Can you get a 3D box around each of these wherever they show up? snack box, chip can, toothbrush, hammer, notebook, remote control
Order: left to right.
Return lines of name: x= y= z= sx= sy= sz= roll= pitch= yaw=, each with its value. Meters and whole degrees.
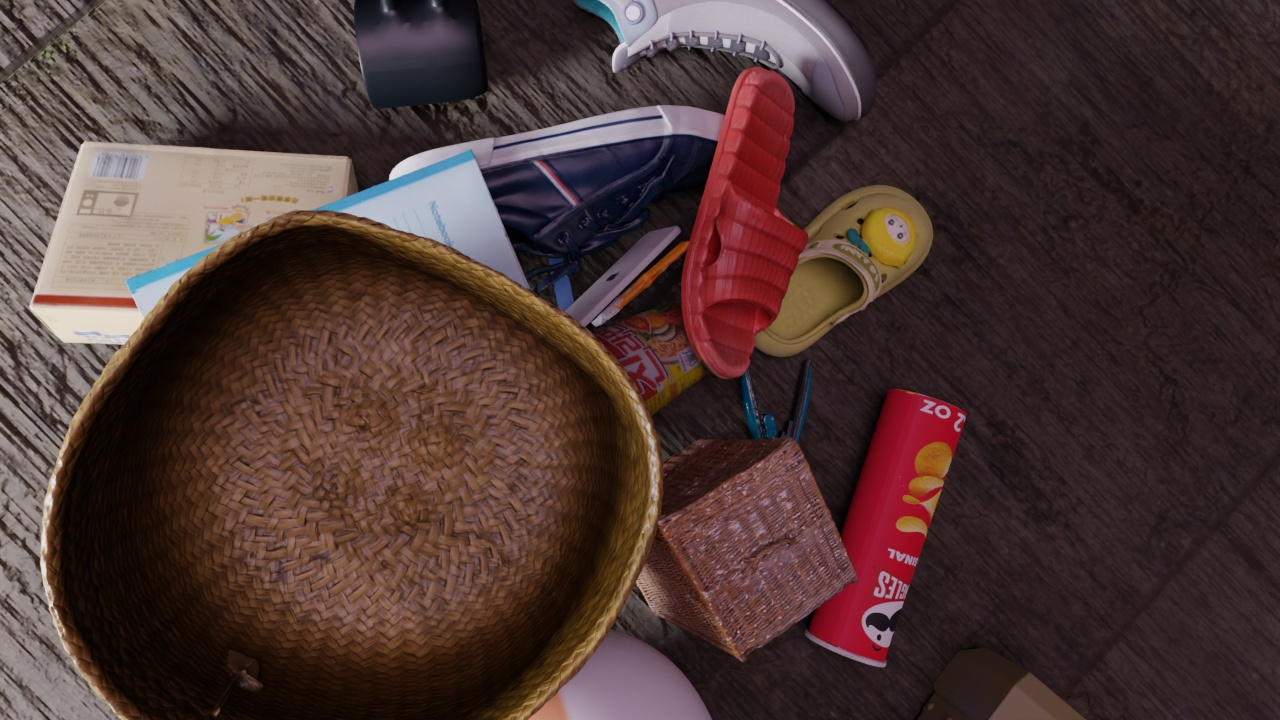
snack box: x=-0.332 y=-0.088 z=0.711 sx=0.207 sy=0.055 sz=0.153 roll=2 pitch=63 yaw=-7
notebook: x=-0.203 y=-0.023 z=0.657 sx=0.253 sy=0.009 sz=0.181 roll=-24 pitch=98 yaw=-10
toothbrush: x=-0.072 y=-0.091 z=0.784 sx=0.016 sy=0.014 sz=0.166 roll=-12 pitch=89 yaw=-6
remote control: x=-0.022 y=-0.064 z=0.747 sx=0.146 sy=0.045 sz=0.008 roll=-47 pitch=115 yaw=-29
chip can: x=0.207 y=0.137 z=0.771 sx=0.069 sy=0.069 sz=0.220 roll=20 pitch=86 yaw=-4
hammer: x=0.358 y=0.417 z=0.757 sx=0.325 sy=0.101 sz=0.190 roll=40 pitch=85 yaw=-2

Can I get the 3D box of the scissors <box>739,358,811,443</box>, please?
scissors: x=0.118 y=0.060 z=0.792 sx=0.119 sy=0.019 sz=0.151 roll=-36 pitch=96 yaw=-8

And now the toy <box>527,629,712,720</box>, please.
toy: x=-0.072 y=0.324 z=0.645 sx=0.280 sy=0.266 sz=0.262 roll=0 pitch=81 yaw=-20

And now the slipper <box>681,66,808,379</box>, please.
slipper: x=0.093 y=-0.107 z=0.719 sx=0.059 sy=0.103 sz=0.248 roll=10 pitch=91 yaw=38

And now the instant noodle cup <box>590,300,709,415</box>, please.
instant noodle cup: x=-0.005 y=0.004 z=0.750 sx=0.112 sy=0.100 sz=0.100 roll=-29 pitch=90 yaw=-13

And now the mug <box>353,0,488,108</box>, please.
mug: x=-0.175 y=-0.262 z=0.730 sx=0.094 sy=0.122 sz=0.085 roll=-7 pitch=59 yaw=-6

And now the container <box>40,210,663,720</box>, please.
container: x=-0.162 y=0.078 z=0.564 sx=0.306 sy=0.197 sz=0.307 roll=0 pitch=89 yaw=-13

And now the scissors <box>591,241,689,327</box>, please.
scissors: x=0.001 y=-0.063 z=0.752 sx=0.011 sy=0.125 sz=0.131 roll=48 pitch=122 yaw=-4

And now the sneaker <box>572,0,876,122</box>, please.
sneaker: x=0.066 y=-0.268 z=0.773 sx=0.160 sy=0.093 sz=0.256 roll=-42 pitch=93 yaw=3

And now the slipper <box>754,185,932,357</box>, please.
slipper: x=0.166 y=-0.079 z=0.772 sx=0.190 sy=0.081 sz=0.091 roll=-38 pitch=89 yaw=-3

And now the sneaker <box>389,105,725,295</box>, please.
sneaker: x=-0.041 y=-0.116 z=0.735 sx=0.294 sy=0.121 sz=0.127 roll=-15 pitch=82 yaw=-14

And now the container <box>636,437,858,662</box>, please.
container: x=0.057 y=0.134 z=0.695 sx=0.113 sy=0.199 sz=0.113 roll=-29 pitch=95 yaw=-17
